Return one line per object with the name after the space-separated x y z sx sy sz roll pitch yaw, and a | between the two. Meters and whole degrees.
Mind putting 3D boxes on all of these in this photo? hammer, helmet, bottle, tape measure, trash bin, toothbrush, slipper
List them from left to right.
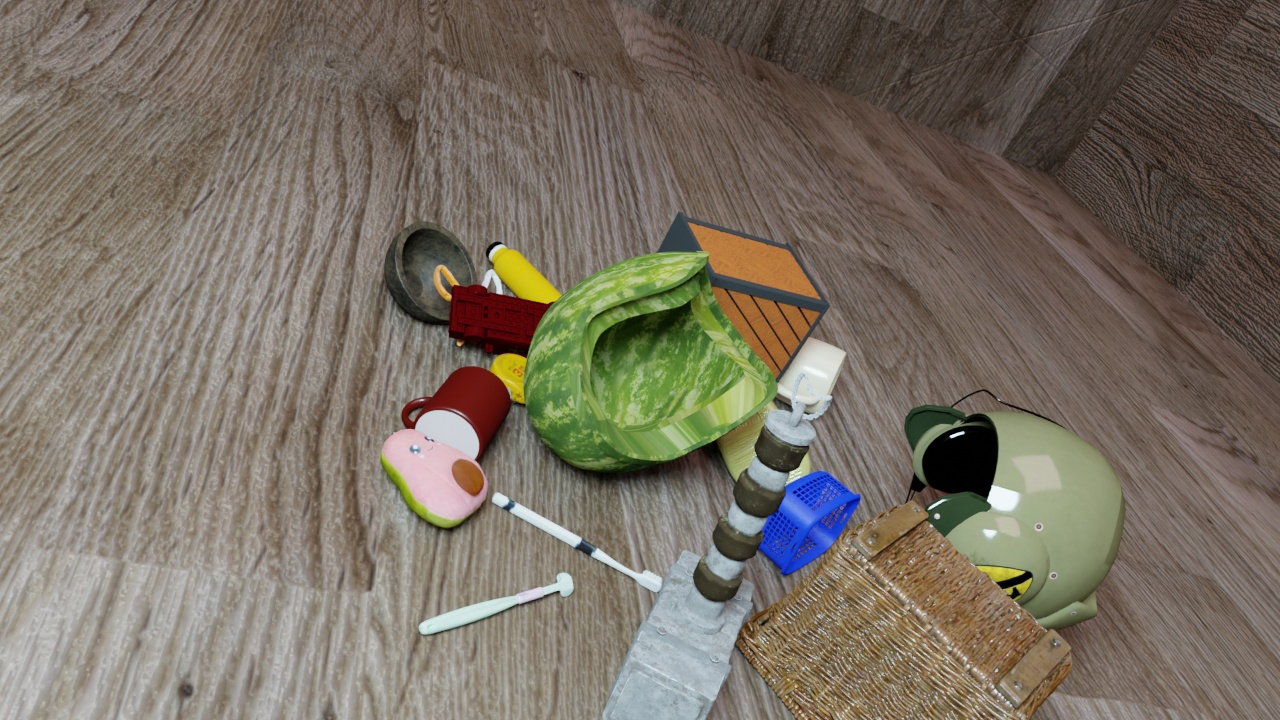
-0.122 0.212 0.797 0.154 0.015 0.022 -7 76 -42 | toothbrush
-0.144 0.021 1.044 0.059 0.030 0.068 29 29 1 | tape measure
-0.152 -0.104 1.207 0.043 0.043 0.143 -14 50 -47 | bottle
-0.062 0.177 0.899 0.187 0.012 0.017 28 18 1 | toothbrush
-0.006 0.006 0.980 0.213 0.247 0.243 60 -2 -16 | helmet
0.111 -0.075 1.171 0.171 0.140 0.139 11 36 -27 | trash bin
0.075 0.148 0.741 0.079 0.327 0.176 25 24 9 | hammer
0.133 0.087 1.116 0.190 0.091 0.081 62 1 20 | slipper
0.378 0.179 0.974 0.233 0.256 0.249 23 31 -4 | helmet

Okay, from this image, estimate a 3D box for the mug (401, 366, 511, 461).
-0.194 0.056 0.927 0.106 0.073 0.082 2 29 13 | mug

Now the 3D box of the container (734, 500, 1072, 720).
0.246 0.266 0.835 0.161 0.184 0.250 -15 51 -45 | container

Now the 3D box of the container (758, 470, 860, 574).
0.179 0.174 1.008 0.058 0.096 0.114 40 33 28 | container

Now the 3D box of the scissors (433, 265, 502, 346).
-0.197 -0.068 1.093 0.125 0.011 0.130 55 39 -21 | scissors

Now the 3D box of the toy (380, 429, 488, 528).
-0.197 0.107 0.857 0.110 0.051 0.089 33 31 10 | toy

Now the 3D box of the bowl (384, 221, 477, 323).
-0.257 -0.098 1.087 0.121 0.056 0.121 27 54 -45 | bowl

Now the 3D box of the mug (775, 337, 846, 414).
0.214 0.019 1.258 0.100 0.096 0.119 24 35 14 | mug

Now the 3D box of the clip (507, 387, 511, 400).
-0.179 0.040 0.993 0.076 0.044 0.023 8 35 -26 | clip

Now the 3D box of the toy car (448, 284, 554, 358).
-0.147 -0.040 1.078 0.169 0.062 0.070 10 70 -28 | toy car
